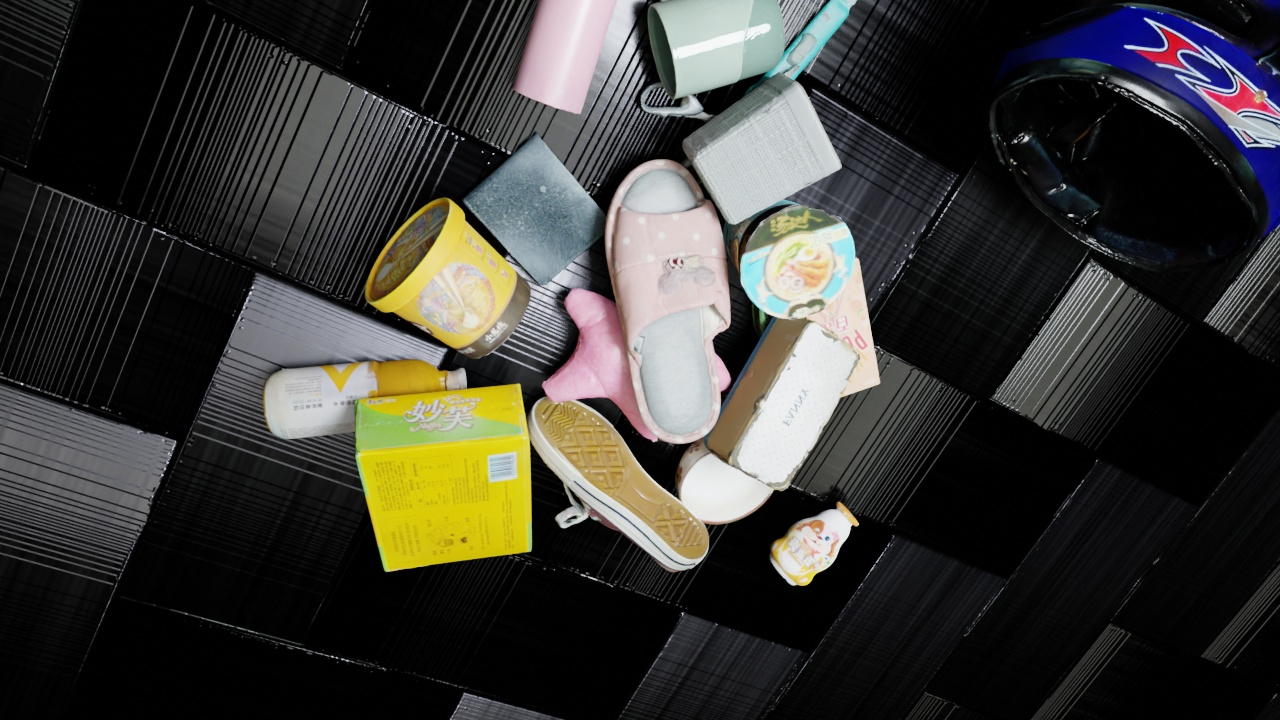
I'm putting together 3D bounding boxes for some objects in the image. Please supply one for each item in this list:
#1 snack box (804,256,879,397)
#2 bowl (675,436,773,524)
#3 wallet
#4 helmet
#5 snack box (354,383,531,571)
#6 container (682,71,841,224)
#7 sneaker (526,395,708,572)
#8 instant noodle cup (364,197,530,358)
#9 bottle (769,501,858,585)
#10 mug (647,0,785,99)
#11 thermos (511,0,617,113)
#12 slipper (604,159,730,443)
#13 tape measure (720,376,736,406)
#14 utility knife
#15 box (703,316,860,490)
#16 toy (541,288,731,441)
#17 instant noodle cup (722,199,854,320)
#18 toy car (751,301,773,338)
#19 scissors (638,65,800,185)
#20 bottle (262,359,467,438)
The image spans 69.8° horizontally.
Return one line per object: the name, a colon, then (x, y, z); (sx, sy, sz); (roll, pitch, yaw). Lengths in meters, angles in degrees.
snack box: (0.208, -0.032, 1.002); (0.084, 0.026, 0.157); (-19, 116, -4)
bowl: (0.088, 0.120, 1.017); (0.113, 0.062, 0.114); (-9, 126, -13)
wallet: (-0.097, -0.143, 0.890); (0.097, 0.019, 0.121); (-40, 117, 5)
helmet: (0.486, -0.250, 0.853); (0.315, 0.248, 0.240); (35, 73, -22)
snack box: (-0.191, 0.120, 0.913); (0.157, 0.070, 0.210); (-6, 139, -11)
container: (0.108, -0.194, 0.853); (0.114, 0.090, 0.090); (-31, 114, 8)
sneaker: (-0.037, 0.141, 0.976); (0.241, 0.118, 0.088); (43, 132, -5)
instant noodle cup: (-0.174, -0.071, 0.854); (0.118, 0.118, 0.114); (-45, 123, 8)
bottle: (0.207, 0.216, 1.091); (0.108, 0.063, 0.063); (-43, 115, 7)
mug: (0.065, -0.304, 0.828); (0.106, 0.082, 0.111); (-17, 84, -5)
thermos: (-0.061, -0.324, 0.796); (0.087, 0.067, 0.199); (23, 109, 10)
slipper: (0.030, -0.055, 0.877); (0.114, 0.054, 0.274); (-6, 94, -12)
tape measure: (0.089, 0.046, 1.001); (0.057, 0.039, 0.058); (-44, 115, 8)
utility knife: (0.159, -0.303, 0.878); (0.029, 0.013, 0.196); (38, 101, -22)
box: (0.147, 0.034, 0.934); (0.089, 0.064, 0.184); (33, 86, -27)
toy: (-0.006, 0.006, 0.943); (0.194, 0.074, 0.179); (-9, 108, -5)
instant noodle cup: (0.133, -0.110, 0.899); (0.111, 0.120, 0.111); (-5, 112, -11)
toy car: (0.142, -0.036, 0.976); (0.036, 0.043, 0.091); (-18, 115, -8)
scissors: (0.079, -0.224, 0.888); (0.181, 0.014, 0.160); (17, 112, -13)
bottle: (-0.266, 0.035, 0.900); (0.189, 0.068, 0.068); (-6, 114, -10)
